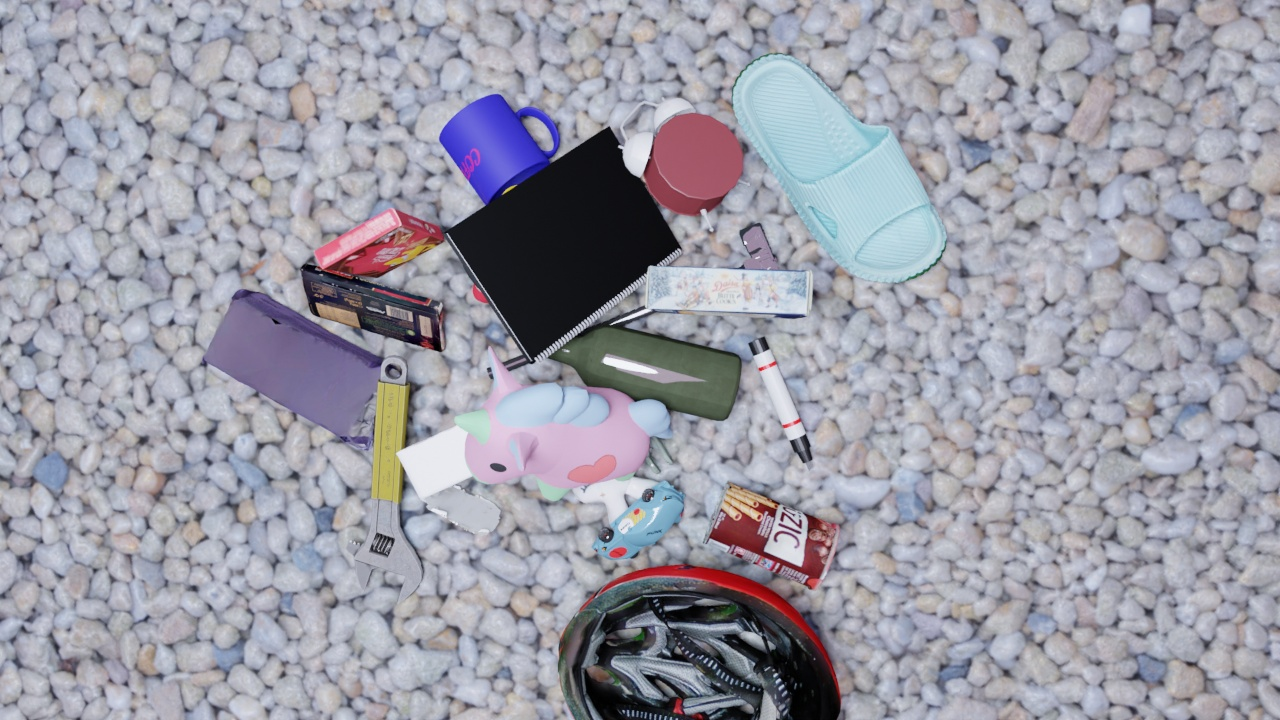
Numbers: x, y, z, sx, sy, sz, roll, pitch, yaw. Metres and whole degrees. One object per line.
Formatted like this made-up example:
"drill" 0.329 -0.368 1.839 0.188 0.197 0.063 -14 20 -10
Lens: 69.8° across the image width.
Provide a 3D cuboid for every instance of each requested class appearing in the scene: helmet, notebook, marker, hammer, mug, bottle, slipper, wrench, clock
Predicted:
"helmet" 0.055 0.306 0.892 0.272 0.167 0.217 18 94 4
"notebook" -0.067 -0.113 0.892 0.206 0.016 0.149 -39 106 -26
"marker" 0.148 0.046 0.945 0.019 0.019 0.145 -23 90 6
"hammer" -0.009 -0.039 0.961 0.325 0.015 0.095 -22 91 7
"mug" -0.136 -0.220 0.939 0.111 0.079 0.083 -35 89 -22
"bottle" -0.005 0.005 0.924 0.207 0.071 0.071 13 94 -1
"slipper" 0.193 -0.191 0.908 0.116 0.069 0.276 -39 88 9
"wrench" -0.263 0.128 0.966 0.083 0.018 0.273 7 103 -5
"clock" 0.043 -0.202 0.914 0.137 0.048 0.096 39 71 -2

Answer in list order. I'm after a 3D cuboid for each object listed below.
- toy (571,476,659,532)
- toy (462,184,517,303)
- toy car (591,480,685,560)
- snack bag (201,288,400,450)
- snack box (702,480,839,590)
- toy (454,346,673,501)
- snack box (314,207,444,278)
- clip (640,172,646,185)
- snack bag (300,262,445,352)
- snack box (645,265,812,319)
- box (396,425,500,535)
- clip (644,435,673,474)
"toy" -0.037 0.120 0.957 0.076 0.037 0.125 -43 94 -1
"toy" -0.133 -0.107 0.929 0.119 0.097 0.099 -37 93 8
"toy car" 0.002 0.174 0.945 0.108 0.060 0.027 -42 44 7
"snack bag" -0.361 0.008 0.974 0.205 0.058 0.096 27 94 4
"snack box" 0.131 0.176 0.927 0.121 0.072 0.072 22 94 5
"toy" -0.062 0.064 0.852 0.222 0.171 0.120 -10 62 -17
"snack box" -0.258 -0.115 0.921 0.089 0.133 0.021 -27 89 6
"clip" 0.009 -0.191 0.944 0.062 0.047 0.025 34 96 -24
"snack bag" -0.279 -0.053 0.961 0.155 0.075 0.018 17 52 5
"snack box" 0.082 -0.063 0.869 0.145 0.144 0.042 2 92 5
"box" -0.170 0.126 0.937 0.103 0.110 0.130 -26 89 6
"clip" 0.005 0.083 0.960 0.047 0.023 0.076 -35 87 8
